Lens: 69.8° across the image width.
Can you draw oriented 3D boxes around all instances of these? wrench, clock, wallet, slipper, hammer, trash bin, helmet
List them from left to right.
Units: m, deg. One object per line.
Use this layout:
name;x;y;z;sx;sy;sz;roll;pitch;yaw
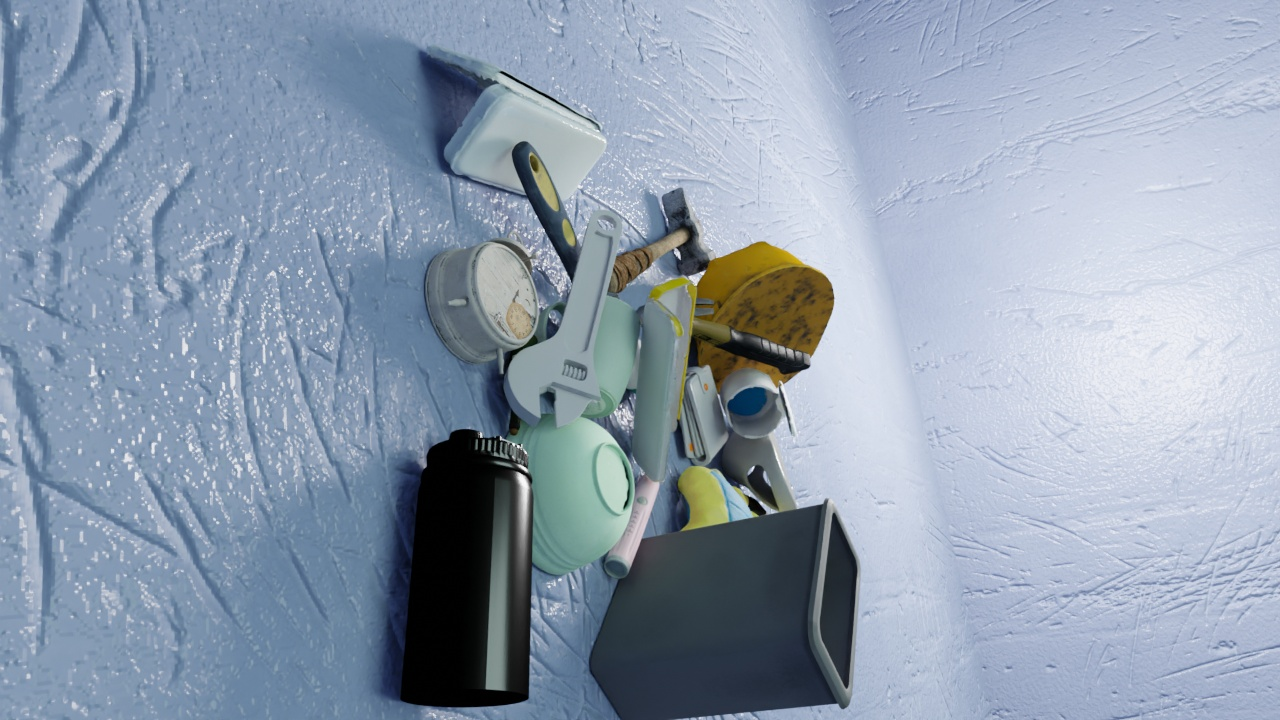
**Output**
clock;-0.126;-0.067;0.812;0.103;0.061;0.156;57;32;-32
wrench;-0.071;-0.110;0.947;0.073;0.022;0.273;-63;145;-34
wrench;-0.065;-0.051;0.876;0.086;0.018;0.272;19;52;-12
hammer;0.016;-0.141;1.181;0.121;0.049;0.317;67;27;-9
wallet;0.072;0.071;1.176;0.115;0.038;0.118;-37;112;-64
trash bin;0.087;0.242;0.883;0.097;0.220;0.191;63;27;-22
hammer;0.115;-0.025;1.147;0.332;0.118;0.025;15;66;-48
helmet;0.150;-0.076;1.276;0.256;0.205;0.131;82;-17;-53
slipper;0.155;0.137;1.281;0.265;0.081;0.113;-90;161;-69

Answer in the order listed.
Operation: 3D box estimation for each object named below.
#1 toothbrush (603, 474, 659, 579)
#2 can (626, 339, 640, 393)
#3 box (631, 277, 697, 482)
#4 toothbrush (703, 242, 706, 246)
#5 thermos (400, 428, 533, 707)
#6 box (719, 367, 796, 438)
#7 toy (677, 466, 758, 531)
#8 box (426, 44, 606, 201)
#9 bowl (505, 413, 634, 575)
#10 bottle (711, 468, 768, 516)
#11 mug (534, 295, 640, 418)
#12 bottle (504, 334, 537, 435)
toothbrush;0.002;0.149;0.994;0.027;0.027;0.222;25;35;0
can;-0.006;0.006;1.027;0.101;0.055;0.054;32;48;-56
box;0.022;0.021;0.975;0.117;0.057;0.210;-74;172;-56
toothbrush;0.112;-0.163;1.422;0.189;0.017;0.016;39;42;-52
thermos;-0.122;0.141;0.667;0.086;0.086;0.198;39;42;-51
box;0.153;0.058;1.195;0.166;0.092;0.083;-84;165;-77
toy;0.114;0.226;1.116;0.214;0.084;0.148;52;34;-35
box;-0.133;-0.248;0.922;0.127;0.106;0.214;50;18;18
bowl;-0.055;0.115;0.837;0.151;0.077;0.150;40;42;-49
bottle;0.134;0.196;1.217;0.184;0.045;0.045;50;34;-42
mug;-0.058;-0.008;0.907;0.111;0.084;0.103;35;47;-30
bottle;-0.110;0.021;0.836;0.025;0.025;0.105;46;37;-45
